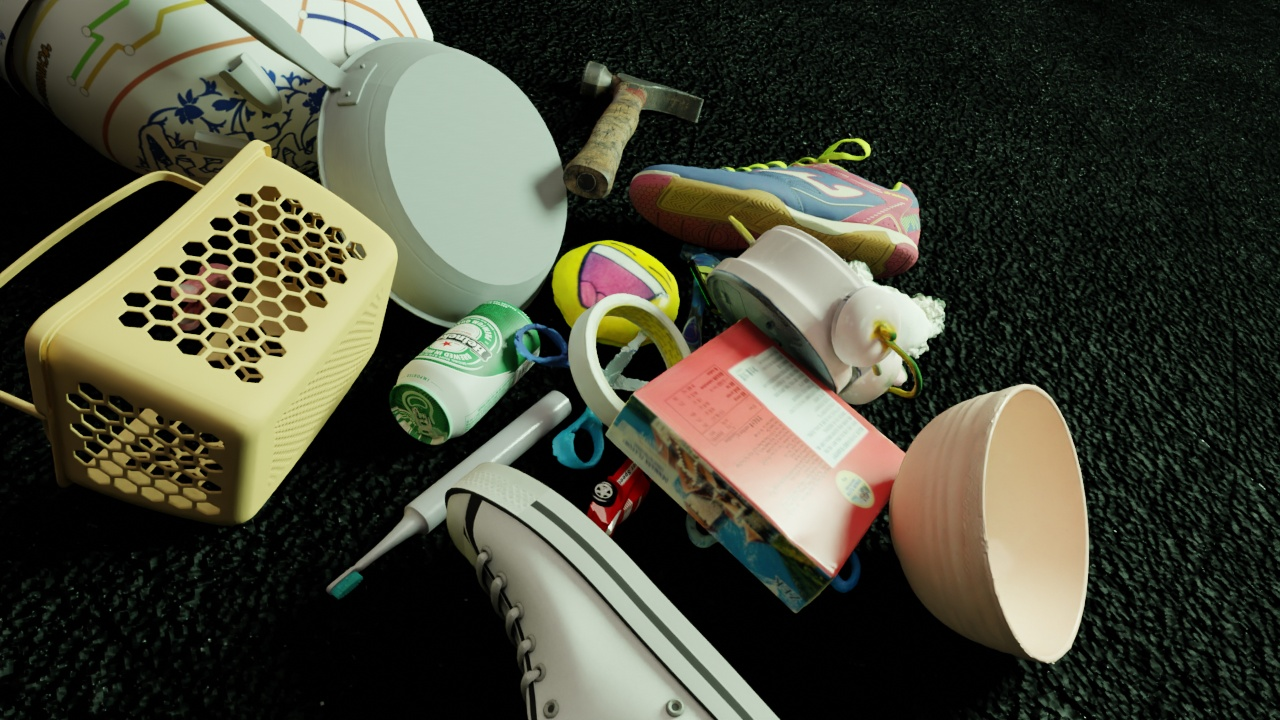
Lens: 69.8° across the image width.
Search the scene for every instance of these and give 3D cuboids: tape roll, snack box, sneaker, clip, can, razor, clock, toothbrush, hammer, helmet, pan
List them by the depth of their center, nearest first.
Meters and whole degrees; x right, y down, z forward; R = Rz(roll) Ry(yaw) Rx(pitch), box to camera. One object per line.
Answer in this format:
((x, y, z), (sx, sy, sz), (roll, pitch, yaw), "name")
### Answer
((-0.026, 0.153, 0.414), (0.097, 0.091, 0.245), (-35, 62, -24), "sneaker")
((-0.103, 0.071, 0.520), (0.019, 0.018, 0.187), (31, 44, 19), "toothbrush")
((0.076, 0.052, 0.540), (0.145, 0.040, 0.142), (42, 36, 12), "snack box")
((-0.105, 0.005, 0.565), (0.053, 0.053, 0.100), (27, 42, 13), "can")
((-0.168, -0.161, 0.568), (0.356, 0.051, 0.200), (41, 52, -38), "pan")
((-0.003, 0.003, 0.588), (0.094, 0.019, 0.093), (22, 54, -34), "tape roll")
((-0.282, -0.038, 0.589), (0.023, 0.045, 0.060), (16, 9, -3), "clip")
((0.117, -0.025, 0.606), (0.058, 0.117, 0.158), (-46, 60, -8), "clock")
((-0.307, -0.236, 0.634), (0.313, 0.232, 0.236), (-14, 79, -32), "helmet")
((0.045, -0.047, 0.693), (0.044, 0.018, 0.140), (15, 42, -2), "razor")
((0.099, -0.062, 0.712), (0.143, 0.021, 0.044), (-8, 64, -38), "razor")
((0.111, -0.133, 0.755), (0.241, 0.116, 0.091), (12, 70, -10), "sneaker")
((-0.012, -0.195, 0.773), (0.120, 0.033, 0.329), (14, 28, -2), "hammer")

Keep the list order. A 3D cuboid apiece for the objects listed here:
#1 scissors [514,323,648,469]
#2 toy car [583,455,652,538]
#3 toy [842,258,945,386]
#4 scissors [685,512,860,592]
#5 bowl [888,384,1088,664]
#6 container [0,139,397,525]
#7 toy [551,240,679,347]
((-0.029, 0.005, 0.585), (0.119, 0.014, 0.129), (50, 50, -11), "scissors")
((-0.008, 0.073, 0.532), (0.025, 0.038, 0.089), (31, 44, 13), "toy car")
((0.171, -0.020, 0.687), (0.096, 0.041, 0.108), (27, 56, 12), "toy")
((0.081, 0.093, 0.559), (0.130, 0.014, 0.125), (-8, 46, -31), "scissors")
((0.190, 0.090, 0.519), (0.076, 0.153, 0.152), (-8, 23, 42), "bowl")
((-0.245, -0.023, 0.495), (0.167, 0.130, 0.182), (25, 43, -4), "container")
((-0.017, -0.048, 0.658), (0.095, 0.041, 0.094), (37, 50, 14), "toy")
